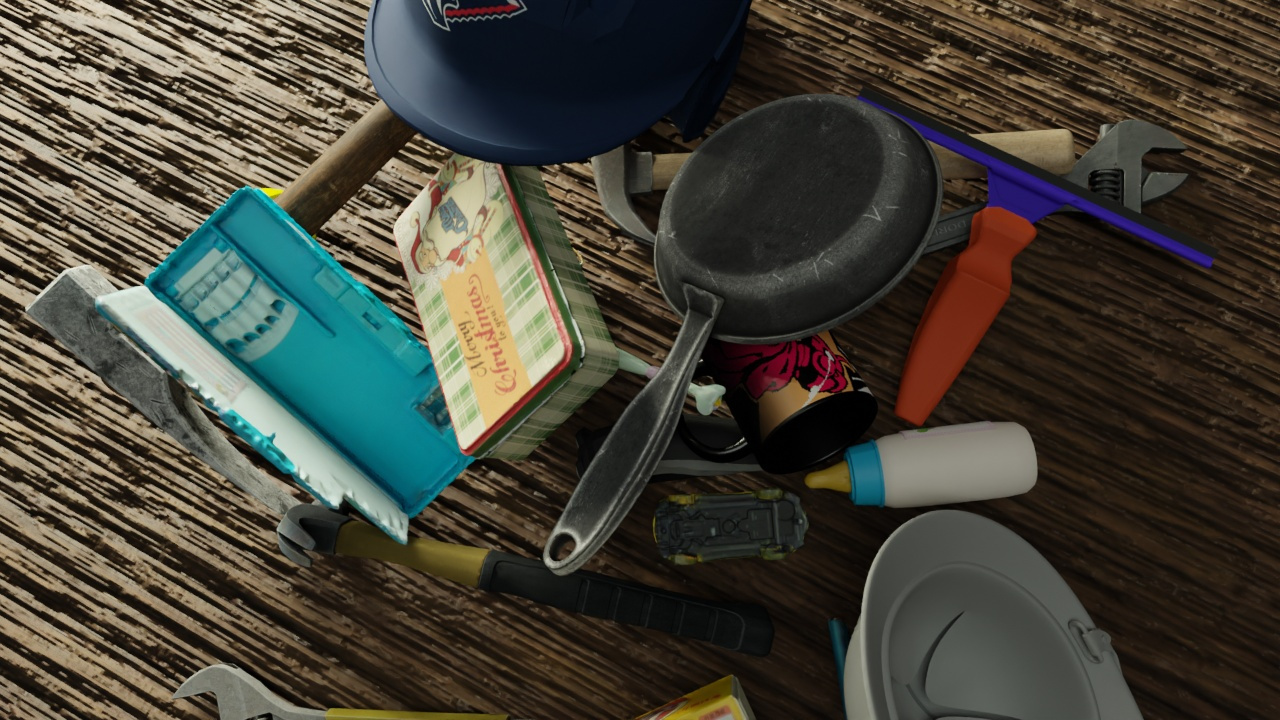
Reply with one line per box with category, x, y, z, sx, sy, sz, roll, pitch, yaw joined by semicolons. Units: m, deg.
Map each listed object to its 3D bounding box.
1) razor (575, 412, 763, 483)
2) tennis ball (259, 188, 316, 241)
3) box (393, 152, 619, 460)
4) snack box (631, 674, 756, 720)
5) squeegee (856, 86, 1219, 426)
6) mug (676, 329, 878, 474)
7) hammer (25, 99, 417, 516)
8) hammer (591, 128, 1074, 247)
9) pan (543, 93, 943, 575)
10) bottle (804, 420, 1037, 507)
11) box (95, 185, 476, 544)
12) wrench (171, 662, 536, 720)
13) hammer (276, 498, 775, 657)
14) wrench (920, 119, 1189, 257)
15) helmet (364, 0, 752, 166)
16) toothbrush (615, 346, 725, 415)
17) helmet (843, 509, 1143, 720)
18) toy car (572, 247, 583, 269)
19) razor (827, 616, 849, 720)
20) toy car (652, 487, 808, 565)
razor;0.036;0.061;0.627;0.156;0.057;0.060;-11;124;4
tennis ball;-0.270;-0.092;0.666;0.065;0.065;0.065;-1;84;6
box;-0.094;-0.046;0.597;0.118;0.049;0.205;-42;56;31
snack box;-0.019;0.307;0.600;0.230;0.061;0.110;-26;83;3
squeegee;0.218;-0.043;0.611;0.249;0.055;0.185;26;91;4
mug;0.076;0.019;0.594;0.118;0.082;0.098;-27;57;2
hammer;-0.221;-0.057;0.628;0.300;0.037;0.217;-43;105;1
hammer;0.129;-0.139;0.648;0.331;0.030;0.119;-1;85;6
pan;0.042;-0.027;0.560;0.187;0.055;0.356;27;76;40
bottle;0.182;0.072;0.609;0.146;0.051;0.051;-7;83;5
box;-0.196;0.008;0.564;0.098;0.121;0.227;-43;105;1
wrench;-0.199;0.258;0.646;0.273;0.018;0.083;-1;84;6
hammer;-0.077;0.144;0.608;0.333;0.118;0.025;13;91;2
wrench;0.244;-0.101;0.640;0.273;0.018;0.073;-17;82;5
helmet;-0.052;-0.244;0.563;0.232;0.223;0.272;37;83;17
toothbrush;-0.004;0.004;0.613;0.155;0.015;0.022;23;71;44
helmet;0.196;0.225;0.566;0.183;0.118;0.271;-30;89;-29
toy car;-0.078;-0.035;0.650;0.047;0.047;0.112;18;86;4
razor;0.146;0.244;0.612;0.042;0.022;0.144;-5;77;-32
toy car;0.061;0.113;0.628;0.107;0.030;0.049;-4;82;7
